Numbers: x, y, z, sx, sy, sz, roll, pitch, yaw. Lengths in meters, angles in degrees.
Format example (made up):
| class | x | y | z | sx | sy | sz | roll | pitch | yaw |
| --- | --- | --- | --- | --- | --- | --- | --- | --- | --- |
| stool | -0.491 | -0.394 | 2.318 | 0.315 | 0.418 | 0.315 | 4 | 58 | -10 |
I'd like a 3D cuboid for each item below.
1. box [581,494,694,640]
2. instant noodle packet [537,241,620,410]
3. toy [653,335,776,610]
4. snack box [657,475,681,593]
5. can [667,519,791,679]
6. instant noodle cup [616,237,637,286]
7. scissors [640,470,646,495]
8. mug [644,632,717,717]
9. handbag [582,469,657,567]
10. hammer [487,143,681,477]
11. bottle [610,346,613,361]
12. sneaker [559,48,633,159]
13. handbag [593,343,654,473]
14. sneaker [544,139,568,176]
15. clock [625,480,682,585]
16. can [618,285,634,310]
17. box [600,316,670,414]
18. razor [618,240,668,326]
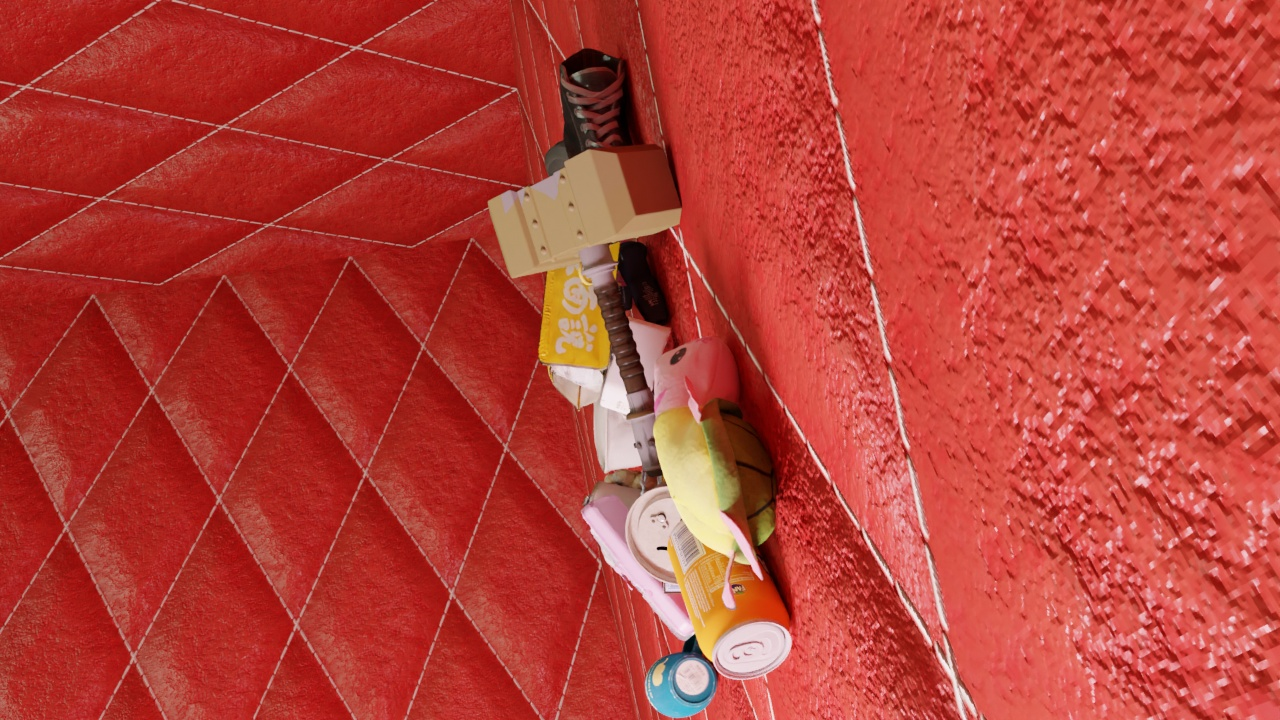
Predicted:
| class | x | y | z | sx | sy | sz | roll | pitch | yaw |
| --- | --- | --- | --- | --- | --- | --- | --- | --- | --- |
| box | 0.008 | 0.260 | 1.164 | 0.201 | 0.073 | 0.150 | 48 | 173 | 16 |
| instant noodle packet | -0.070 | -0.039 | 1.130 | 0.222 | 0.084 | 0.162 | 94 | 179 | -73 |
| toy | 0.060 | 0.084 | 0.752 | 0.190 | 0.087 | 0.237 | 82 | 177 | -49 |
| snack box | 0.039 | 0.163 | 1.067 | 0.101 | 0.031 | 0.186 | -98 | 7 | -71 |
| can | 0.076 | 0.200 | 0.804 | 0.142 | 0.079 | 0.079 | -112 | 15 | -57 |
| instant noodle cup | -0.061 | -0.140 | 1.246 | 0.098 | 0.108 | 0.097 | 170 | 91 | -82 |
| scissors | 0.007 | 0.101 | 1.027 | 0.175 | 0.033 | 0.078 | -89 | 2 | -73 |
| mug | 0.061 | 0.407 | 1.199 | 0.104 | 0.084 | 0.112 | 115 | 174 | -66 |
| handbag | -0.007 | 0.231 | 1.318 | 0.172 | 0.113 | 0.123 | 78 | -157 | -48 |
| hammer | -0.024 | -0.038 | 0.947 | 0.191 | 0.100 | 0.325 | -15 | 93 | 42 |
| bottle | -0.024 | 0.025 | 1.401 | 0.047 | 0.047 | 0.112 | 91 | 166 | -52 |
| sneaker | -0.043 | -0.268 | 1.059 | 0.234 | 0.095 | 0.120 | -98 | 4 | -51 |
| handbag | -0.017 | 0.042 | 1.221 | 0.200 | 0.093 | 0.199 | -142 | 47 | -81 |
| sneaker | -0.088 | -0.223 | 1.346 | 0.238 | 0.101 | 0.142 | 93 | 170 | -76 |
| clock | 0.051 | 0.150 | 0.927 | 0.157 | 0.103 | 0.061 | -68 | -13 | 19 |
| can | -0.074 | -0.095 | 1.315 | 0.064 | 0.127 | 0.064 | 169 | 91 | -82 |
| box | -0.015 | 0.003 | 1.059 | 0.107 | 0.076 | 0.102 | 118 | 169 | -74 |
| razor | 0.002 | -0.091 | 1.107 | 0.142 | 0.047 | 0.052 | -113 | 10 | -45 |
